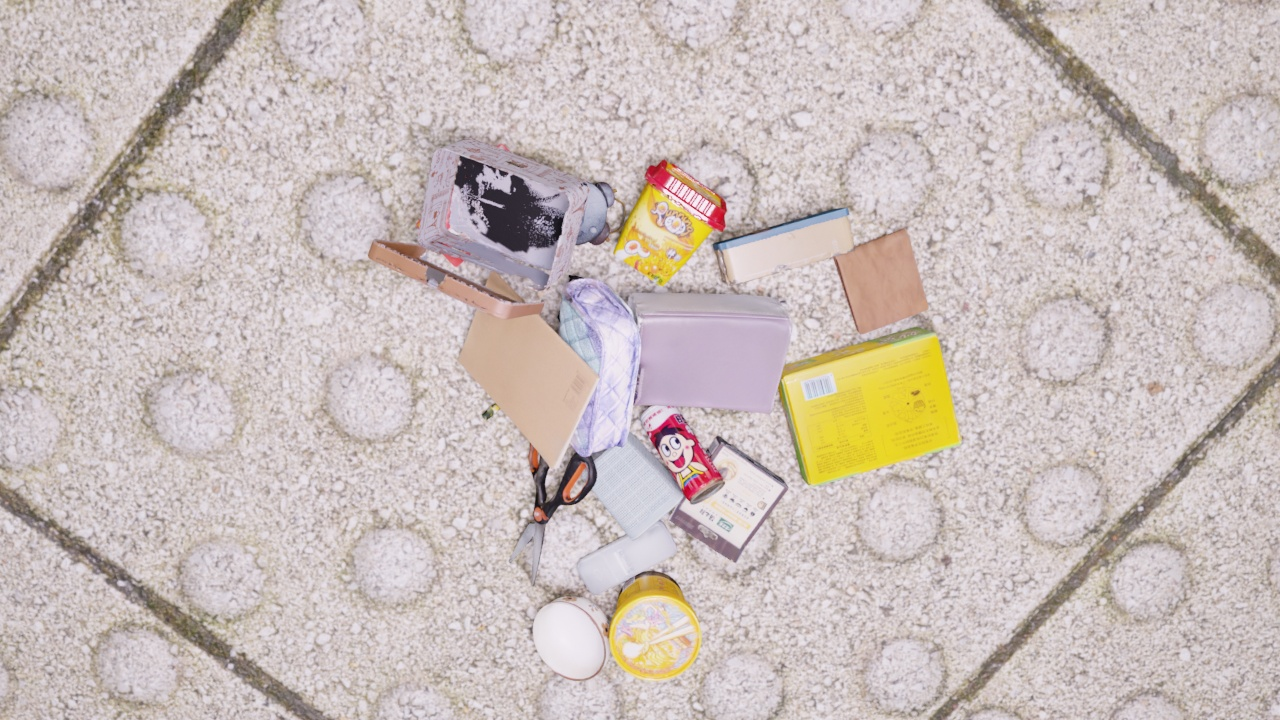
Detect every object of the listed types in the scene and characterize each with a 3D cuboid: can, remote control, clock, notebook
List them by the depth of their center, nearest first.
[{"bbox_3d":[-0.142,0.010,1.122,0.211,0.012,0.150,44,126,26],"label":"notebook"},{"bbox_3d":[-0.075,-0.187,1.153,0.121,0.055,0.082,4,105,-19],"label":"clock"},{"bbox_3d":[0.053,0.117,1.188,0.053,0.053,0.132,-34,69,3],"label":"can"},{"bbox_3d":[-0.019,0.269,1.256,0.136,0.020,0.056,-29,101,2],"label":"remote control"}]

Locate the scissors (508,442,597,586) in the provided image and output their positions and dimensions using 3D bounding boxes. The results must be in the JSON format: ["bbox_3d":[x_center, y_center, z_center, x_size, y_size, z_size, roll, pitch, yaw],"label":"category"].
[{"bbox_3d":[-0.121,0.185,1.197,0.021,0.211,0.221,2,81,-43],"label":"scissors"}]

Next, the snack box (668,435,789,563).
[{"bbox_3d":[0.116,0.185,1.230,0.113,0.053,0.126,34,97,-7],"label":"snack box"}]

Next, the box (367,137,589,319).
[{"bbox_3d":[-0.185,-0.143,1.040,0.183,0.193,0.157,21,115,8],"label":"box"}]

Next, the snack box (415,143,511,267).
[{"bbox_3d":[-0.205,-0.196,1.166,0.153,0.025,0.075,-42,100,5],"label":"snack box"}]

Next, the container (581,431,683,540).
[{"bbox_3d":[-0.015,0.158,1.204,0.090,0.090,0.111,-41,96,4],"label":"container"}]

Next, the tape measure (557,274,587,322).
[{"bbox_3d":[-0.069,-0.072,1.183,0.066,0.033,0.065,15,87,-4],"label":"tape measure"}]

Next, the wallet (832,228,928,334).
[{"bbox_3d":[0.317,-0.103,1.207,0.101,0.020,0.115,-20,103,0],"label":"wallet"}]

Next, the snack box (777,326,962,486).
[{"bbox_3d":[0.297,0.060,1.207,0.210,0.070,0.158,-16,100,0],"label":"snack box"}]

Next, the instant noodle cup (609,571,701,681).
[{"bbox_3d":[0.016,0.345,1.223,0.118,0.114,0.118,0,100,-3],"label":"instant noodle cup"}]

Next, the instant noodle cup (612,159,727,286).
[{"bbox_3d":[0.033,-0.168,1.143,0.116,0.116,0.124,33,108,-8],"label":"instant noodle cup"}]

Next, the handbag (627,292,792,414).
[{"bbox_3d":[0.079,-0.009,1.165,0.197,0.098,0.145,2,115,-10],"label":"handbag"}]

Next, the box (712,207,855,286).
[{"bbox_3d":[0.186,-0.146,1.160,0.184,0.090,0.060,-18,99,-2],"label":"box"}]

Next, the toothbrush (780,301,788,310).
[{"bbox_3d":[0.105,-0.065,1.207,0.181,0.018,0.016,-4,104,0],"label":"toothbrush"}]

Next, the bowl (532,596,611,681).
[{"bbox_3d":[-0.083,0.368,1.241,0.114,0.062,0.113,6,103,26],"label":"bowl"}]

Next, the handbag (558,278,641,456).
[{"bbox_3d":[-0.057,0.013,1.127,0.075,0.134,0.194,-11,129,-28],"label":"handbag"}]

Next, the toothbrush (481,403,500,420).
[{"bbox_3d":[-0.136,0.019,1.213,0.186,0.012,0.017,-40,104,4],"label":"toothbrush"}]
